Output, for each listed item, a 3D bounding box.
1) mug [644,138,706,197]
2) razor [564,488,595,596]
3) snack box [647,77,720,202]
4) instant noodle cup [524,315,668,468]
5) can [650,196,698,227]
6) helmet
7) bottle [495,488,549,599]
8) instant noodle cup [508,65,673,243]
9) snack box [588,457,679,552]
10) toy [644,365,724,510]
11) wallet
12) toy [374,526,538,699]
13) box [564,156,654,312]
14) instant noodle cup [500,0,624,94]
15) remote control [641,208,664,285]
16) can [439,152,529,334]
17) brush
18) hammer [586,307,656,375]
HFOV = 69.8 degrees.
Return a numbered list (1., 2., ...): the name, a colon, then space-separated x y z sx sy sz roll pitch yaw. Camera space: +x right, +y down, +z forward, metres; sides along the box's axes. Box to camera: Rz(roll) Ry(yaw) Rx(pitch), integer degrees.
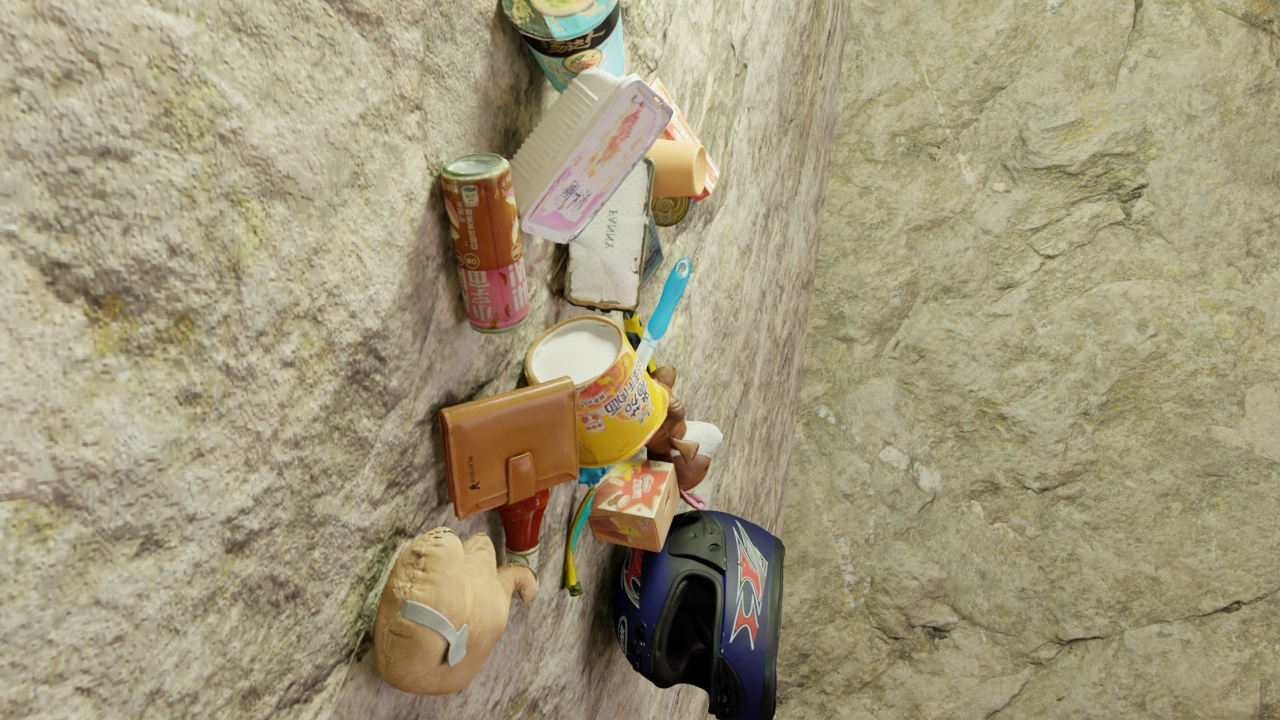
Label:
1. mug: 0.012 -0.223 1.067 0.078 0.123 0.078 8 89 -73
2. razor: -0.075 0.222 1.135 0.043 0.028 0.132 -146 -114 -84
3. snack box: 0.047 -0.283 1.179 0.153 0.026 0.075 53 31 -19
4. instant noodle cup: -0.053 0.026 0.971 0.110 0.138 0.137 68 33 -42
5. can: 0.046 -0.234 1.245 0.110 0.075 0.075 -54 147 -57
6. helmet: 0.079 0.356 1.302 0.314 0.240 0.248 -73 164 -61
7. bottle: -0.120 0.144 0.920 0.059 0.060 0.206 -43 138 -63
8. instant noodle cup: -0.057 -0.199 0.870 0.174 0.060 0.138 -48 167 12
9. snack box: -0.008 0.188 1.219 0.077 0.094 0.092 80 25 -43
10. toy: 0.049 0.106 1.270 0.140 0.130 0.200 -94 168 -57
11. wallet: -0.117 0.079 0.839 0.131 0.031 0.108 -15 113 -32
12. toy: -0.157 0.222 0.803 0.226 0.082 0.143 46 64 -71
13. box: -0.034 -0.134 1.004 0.061 0.090 0.184 -103 -158 -85
14. instant noodle cup: -0.060 -0.309 0.856 0.120 0.111 0.111 64 37 -70
15. remote control: 0.001 -0.159 1.206 0.056 0.019 0.135 -55 152 -23
16. can: -0.131 -0.099 0.785 0.057 0.058 0.147 -58 150 -52
17. brush: -0.007 0.007 1.146 0.109 0.060 0.314 28 84 -78
18. hammer: -0.013 -0.048 1.212 0.324 0.032 0.125 72 31 -54
